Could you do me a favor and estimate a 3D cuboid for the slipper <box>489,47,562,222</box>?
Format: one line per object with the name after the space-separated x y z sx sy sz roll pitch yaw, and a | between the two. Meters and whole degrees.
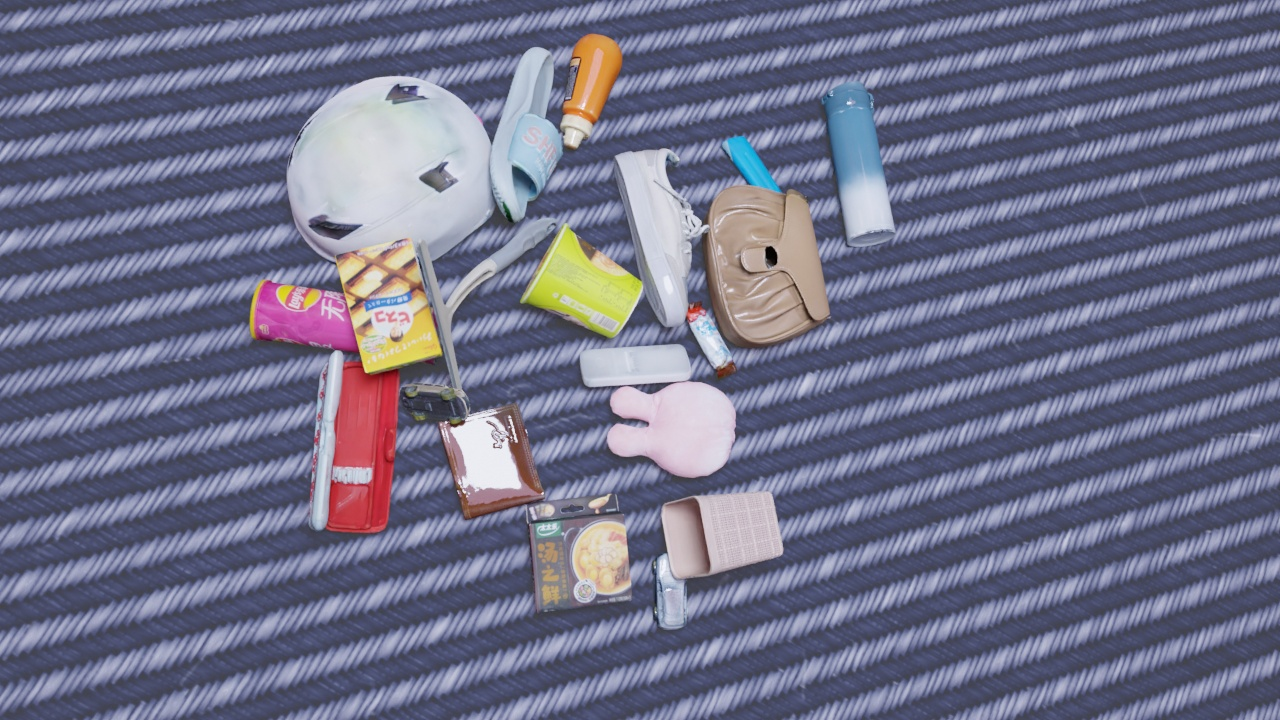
-0.131 -0.280 1.147 0.074 0.104 0.245 8 69 5 | slipper

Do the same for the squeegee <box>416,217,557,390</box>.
-0.180 -0.108 1.104 0.039 0.247 0.245 20 48 22 | squeegee

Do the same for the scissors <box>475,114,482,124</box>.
-0.262 -0.268 1.172 0.083 0.017 0.137 31 79 -2 | scissors

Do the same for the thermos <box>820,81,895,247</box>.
0.292 -0.265 1.228 0.070 0.070 0.220 -5 79 -10 | thermos

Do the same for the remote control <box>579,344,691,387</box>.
-0.007 0.007 1.139 0.136 0.020 0.055 -4 46 -10 | remote control

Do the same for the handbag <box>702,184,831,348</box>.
0.158 -0.122 1.160 0.147 0.100 0.204 -9 84 -8 | handbag

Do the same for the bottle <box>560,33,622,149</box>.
-0.071 -0.346 1.195 0.067 0.067 0.149 17 84 -5 | bottle

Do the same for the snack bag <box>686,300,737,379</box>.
0.088 -0.027 1.163 0.048 0.026 0.104 -19 78 -53 | snack bag

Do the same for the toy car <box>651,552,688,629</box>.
0.036 0.274 1.094 0.043 0.034 0.090 1 76 -6 | toy car

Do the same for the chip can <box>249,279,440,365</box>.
-0.342 -0.044 1.082 0.210 0.071 0.071 9 77 -7 | chip can

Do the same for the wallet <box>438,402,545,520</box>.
-0.177 0.119 1.095 0.101 0.032 0.124 -15 82 -14 | wallet

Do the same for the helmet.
-0.301 -0.227 1.081 0.258 0.146 0.229 -22 85 -7 | helmet

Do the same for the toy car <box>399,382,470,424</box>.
-0.239 0.047 1.079 0.090 0.042 0.035 5 35 26 | toy car

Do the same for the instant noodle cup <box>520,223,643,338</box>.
-0.067 -0.089 1.122 0.123 0.112 0.111 29 75 -11 | instant noodle cup

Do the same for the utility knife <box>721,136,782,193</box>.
0.165 -0.233 1.227 0.034 0.018 0.159 -34 87 -10 | utility knife

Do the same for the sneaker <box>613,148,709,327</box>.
0.037 -0.158 1.156 0.090 0.090 0.242 -13 74 -6 | sneaker

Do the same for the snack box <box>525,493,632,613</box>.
-0.074 0.225 1.082 0.113 0.053 0.125 -6 84 -10 | snack box

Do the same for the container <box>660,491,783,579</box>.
0.098 0.201 1.079 0.110 0.090 0.090 -4 76 -30 | container

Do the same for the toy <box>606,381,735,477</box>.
0.038 0.080 1.123 0.159 0.054 0.121 9 69 -7 | toy

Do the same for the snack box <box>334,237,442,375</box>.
-0.284 -0.061 1.040 0.087 0.034 0.140 -15 90 -8 | snack box

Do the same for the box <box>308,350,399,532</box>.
-0.329 0.093 1.041 0.095 0.102 0.201 3 78 -7 | box
